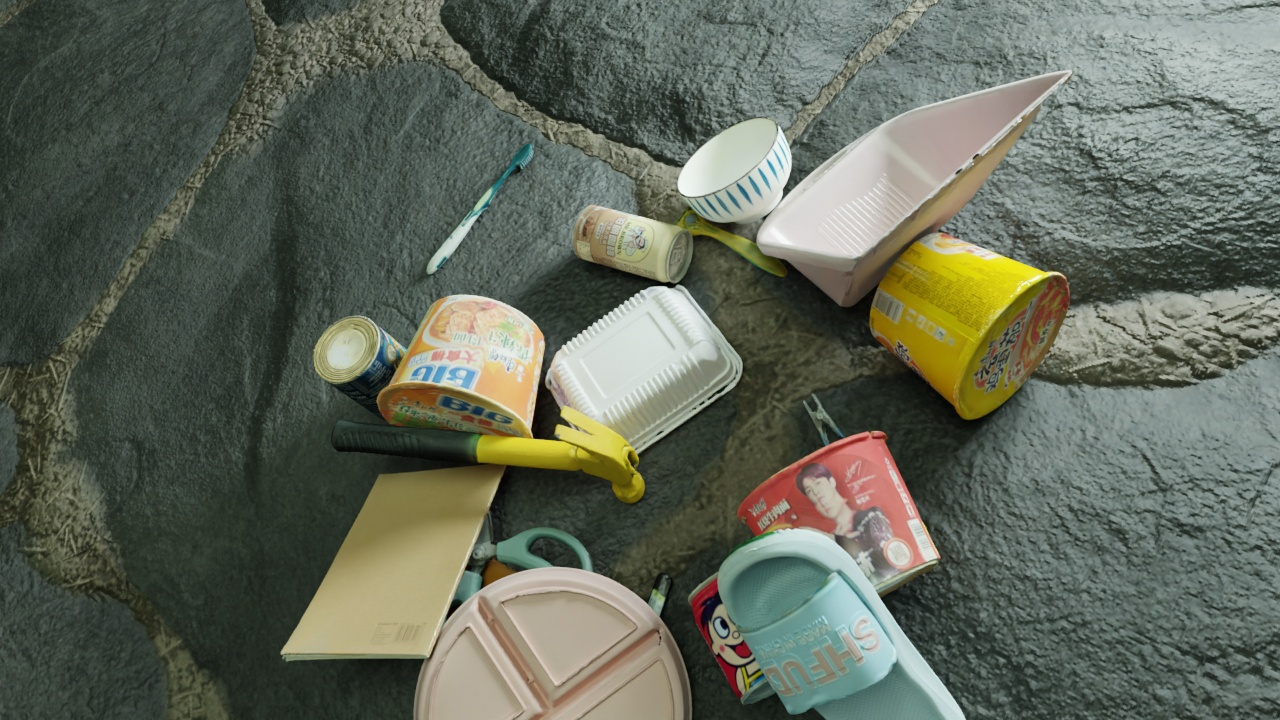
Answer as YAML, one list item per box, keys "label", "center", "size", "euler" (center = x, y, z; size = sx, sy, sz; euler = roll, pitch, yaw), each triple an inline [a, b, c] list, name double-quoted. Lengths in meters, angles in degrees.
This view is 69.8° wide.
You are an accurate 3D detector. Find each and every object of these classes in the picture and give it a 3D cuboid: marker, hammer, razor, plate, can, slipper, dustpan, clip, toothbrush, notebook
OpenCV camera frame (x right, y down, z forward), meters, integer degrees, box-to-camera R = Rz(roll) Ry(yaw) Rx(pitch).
- label: "marker"
  center: [0.003, 0.243, 0.794]
  size: [0.018, 0.015, 0.124]
  euler: [11, 67, 22]
- label: "hammer"
  center: [-0.148, 0.080, 0.845]
  size: [0.301, 0.129, 0.032]
  euler: [3, 57, 17]
- label: "razor"
  center: [0.091, -0.117, 0.927]
  size: [0.132, 0.028, 0.043]
  euler: [32, 75, 26]
- label: "plate"
  center: [-0.072, 0.285, 0.745]
  size: [0.229, 0.028, 0.229]
  euler: [0, 79, -1]
- label: "can"
  center: [0.087, 0.220, 0.745]
  size: [0.066, 0.066, 0.093]
  euler: [-33, 60, 1]
- label: "slipper"
  center: [0.142, 0.222, 0.650]
  size: [0.104, 0.245, 0.074]
  euler: [-34, 13, 34]
- label: "can"
  center: [-0.009, -0.120, 0.942]
  size: [0.116, 0.058, 0.058]
  euler: [18, 73, 25]
- label: "dustpan"
  center: [0.198, -0.160, 0.794]
  size: [0.222, 0.273, 0.139]
  euler: [-40, 77, -7]
- label: "clip"
  center: [0.164, 0.055, 0.822]
  size: [0.041, 0.026, 0.058]
  euler: [-35, 56, 9]
- label: "toothbrush"
  center: [-0.183, -0.172, 1.052]
  size: [0.016, 0.018, 0.191]
  euler: [33, 82, 28]
- label: "can"
  center: [-0.272, 0.010, 0.939]
  size: [0.075, 0.111, 0.075]
  euler: [-7, 64, 15]
- label: "notebook"
  center: [-0.220, 0.179, 0.841]
  size: [0.150, 0.012, 0.210]
  euler: [-8, 39, 21]

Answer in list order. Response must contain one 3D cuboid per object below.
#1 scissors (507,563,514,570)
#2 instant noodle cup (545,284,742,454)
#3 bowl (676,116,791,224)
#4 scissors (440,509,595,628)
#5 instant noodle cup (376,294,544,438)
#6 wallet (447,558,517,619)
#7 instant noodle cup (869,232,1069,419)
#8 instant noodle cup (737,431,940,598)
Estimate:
- label: "scissors"
  center: [-0.085, 0.255, 0.810]
  size: [0.160, 0.014, 0.175]
  euler: [-11, 60, 19]
- label: "instant noodle cup"
  center: [-0.005, 0.005, 0.883]
  size: [0.173, 0.060, 0.138]
  euler: [-36, 60, 2]
- label: "bowl"
  center: [0.102, -0.180, 0.918]
  size: [0.117, 0.066, 0.116]
  euler: [-28, 34, 21]
- label: "scissors"
  center: [-0.113, 0.194, 0.811]
  size: [0.181, 0.019, 0.170]
  euler: [-16, 51, 12]
- label: "instant noodle cup"
  center: [-0.164, 0.015, 0.888]
  size: [0.151, 0.151, 0.111]
  euler: [2, 58, 19]
- label: "wallet"
  center: [-0.179, 0.228, 0.849]
  size: [0.131, 0.035, 0.118]
  euler: [21, 69, 32]
- label: "instant noodle cup"
  center: [0.269, -0.036, 0.772]
  size: [0.138, 0.138, 0.110]
  euler: [-45, 51, -5]
- label: "instant noodle cup"
  center: [0.161, 0.136, 0.727]
  size: [0.138, 0.138, 0.108]
  euler: [-29, 66, 4]
